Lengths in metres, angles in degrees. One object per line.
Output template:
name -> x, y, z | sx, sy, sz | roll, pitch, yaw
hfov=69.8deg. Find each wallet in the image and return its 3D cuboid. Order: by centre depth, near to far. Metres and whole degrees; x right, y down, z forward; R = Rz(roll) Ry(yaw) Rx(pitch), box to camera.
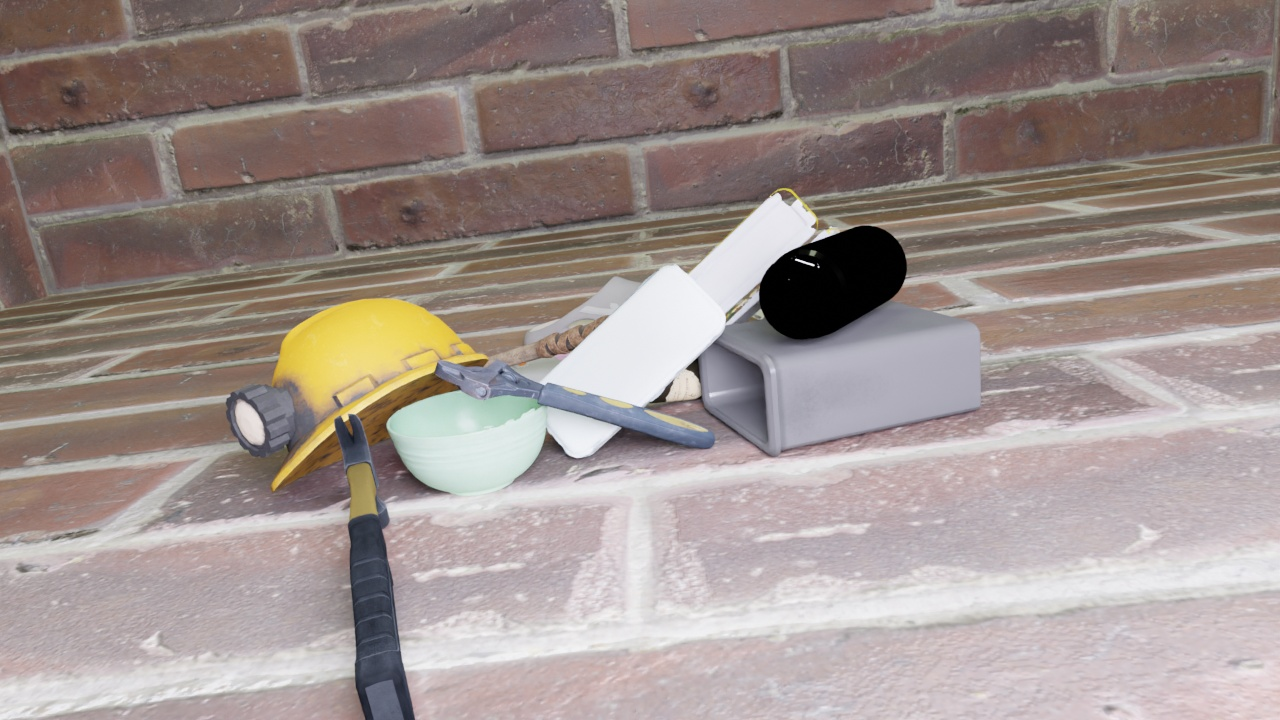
wallet -> -0.148, 0.032, 1.123 | 0.115, 0.037, 0.118 | -17, 17, -16

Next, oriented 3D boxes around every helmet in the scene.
helmet -> -0.290, 0.011, 0.929 | 0.206, 0.131, 0.254 | -38, -5, 40

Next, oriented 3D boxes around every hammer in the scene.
hammer -> -0.188, 0.133, 0.636 | 0.025, 0.118, 0.333 | -14, 21, -15
hammer -> -0.135, -0.008, 1.064 | 0.320, 0.049, 0.121 | -15, 19, 34

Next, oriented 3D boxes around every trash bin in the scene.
trash bin -> 0.193, 0.008, 0.926 | 0.219, 0.098, 0.192 | -10, 15, -15

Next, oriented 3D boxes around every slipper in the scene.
slipper -> -0.057, -0.078, 1.359 | 0.266, 0.080, 0.112 | -11, 9, 21

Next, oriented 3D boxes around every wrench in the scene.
wrench -> -0.053, 0.039, 0.838 | 0.273, 0.022, 0.073 | 17, 16, -20

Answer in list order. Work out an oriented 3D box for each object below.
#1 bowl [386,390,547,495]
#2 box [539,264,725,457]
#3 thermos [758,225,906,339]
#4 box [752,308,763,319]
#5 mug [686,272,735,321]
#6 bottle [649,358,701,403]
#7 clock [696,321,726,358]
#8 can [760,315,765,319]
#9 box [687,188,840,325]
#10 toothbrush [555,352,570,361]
bowl -> -0.156, 0.079, 0.860 | 0.151, 0.077, 0.150 | -7, 15, 2
box -> -0.005, 0.004, 0.951 | 0.215, 0.106, 0.127 | -41, -15, 3
thermos -> 0.182, -0.075, 0.881 | 0.086, 0.086, 0.198 | 3, 16, 34
box -> 0.229, -0.088, 1.320 | 0.166, 0.092, 0.083 | 18, 32, 41
mug -> 0.076, -0.060, 1.227 | 0.111, 0.104, 0.083 | 4, 18, 38
bottle -> 0.094, 0.018, 1.042 | 0.184, 0.045, 0.045 | -5, 13, -21
clock -> 0.066, -0.014, 1.145 | 0.157, 0.061, 0.103 | 9, 18, 28
can -> 0.168, -0.027, 1.086 | 0.055, 0.055, 0.101 | -4, -10, 13
box -> 0.117, -0.086, 0.996 | 0.117, 0.210, 0.057 | 29, 27, -37
toothbrush -> -0.157, 0.000, 1.238 | 0.223, 0.026, 0.027 | -12, 56, 5
